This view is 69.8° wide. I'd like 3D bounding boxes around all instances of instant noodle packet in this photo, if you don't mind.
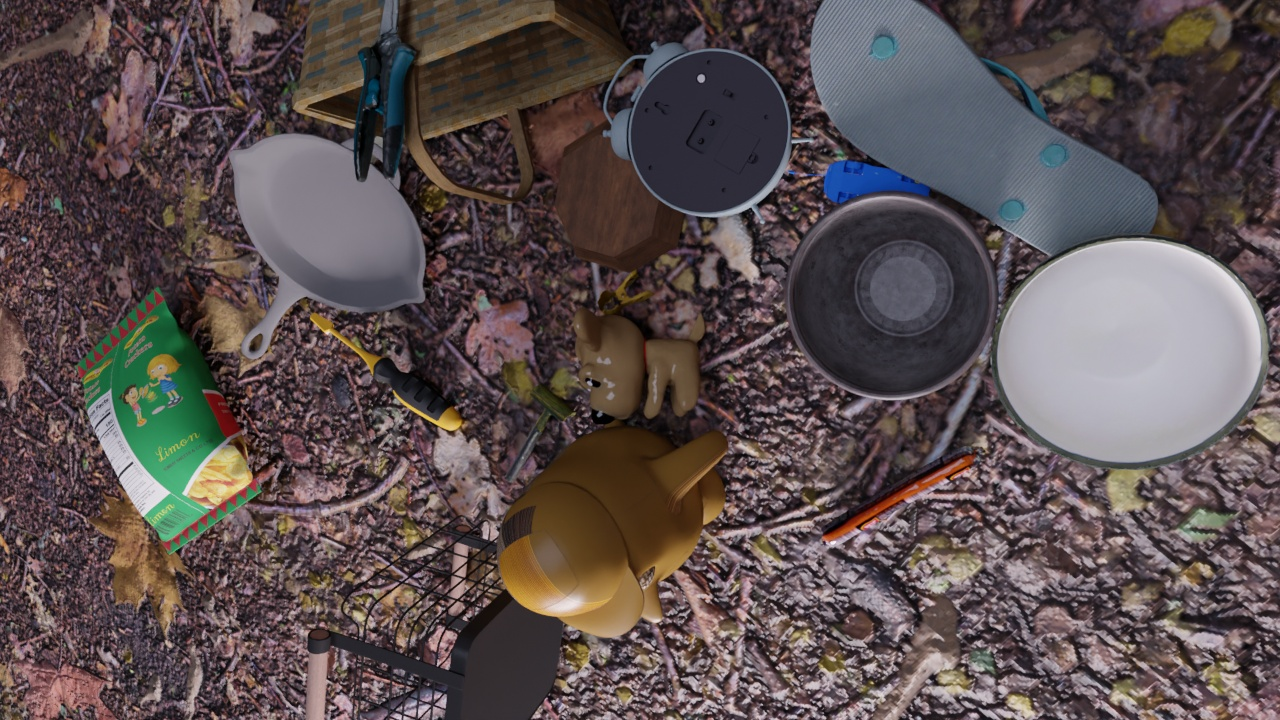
[{"bbox_3d":[-0.540,0.074,1.041,0.196,0.090,0.252,-31,85,28],"label":"instant noodle packet"}]

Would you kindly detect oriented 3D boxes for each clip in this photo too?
[{"bbox_3d":[-0.011,-0.049,0.780,0.047,0.053,0.039,-33,82,-3],"label":"clip"}]

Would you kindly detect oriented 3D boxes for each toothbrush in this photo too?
[{"bbox_3d":[-0.256,0.009,0.914,0.197,0.031,0.031,35,155,12],"label":"toothbrush"}]

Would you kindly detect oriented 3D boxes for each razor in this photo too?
[{"bbox_3d":[-0.101,0.074,0.859,0.042,0.026,0.106,38,118,13],"label":"razor"}]

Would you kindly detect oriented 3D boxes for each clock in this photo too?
[{"bbox_3d":[0.044,-0.178,0.706,0.159,0.045,0.123,33,101,11],"label":"clock"}]

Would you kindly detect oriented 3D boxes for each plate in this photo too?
[{"bbox_3d":[-0.023,-0.139,0.774,0.131,0.025,0.131,5,102,26],"label":"plate"}]

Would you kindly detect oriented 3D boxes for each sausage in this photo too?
[{"bbox_3d":[0.198,0.106,0.713,0.156,0.020,0.020,-38,82,27],"label":"sausage"}]

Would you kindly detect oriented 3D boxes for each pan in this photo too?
[{"bbox_3d":[-0.328,-0.099,0.913,0.216,0.024,0.356,39,130,-14],"label":"pan"}]

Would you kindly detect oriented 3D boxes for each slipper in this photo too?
[{"bbox_3d":[0.227,-0.157,0.638,0.269,0.054,0.098,39,117,3],"label":"slipper"}]

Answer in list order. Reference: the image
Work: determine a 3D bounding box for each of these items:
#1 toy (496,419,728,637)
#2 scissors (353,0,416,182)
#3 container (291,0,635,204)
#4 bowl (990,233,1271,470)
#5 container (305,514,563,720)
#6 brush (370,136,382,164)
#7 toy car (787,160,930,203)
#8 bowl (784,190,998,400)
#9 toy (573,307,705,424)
[{"bbox_3d":[-0.028,0.137,0.729,0.199,0.202,0.162,-39,82,27],"label":"toy"},{"bbox_3d":[-0.192,-0.200,0.668,0.138,0.019,0.129,-44,70,16],"label":"scissors"},{"bbox_3d":[-0.141,-0.222,0.739,0.250,0.157,0.186,-10,87,25],"label":"container"},{"bbox_3d":[0.311,-0.012,0.597,0.153,0.072,0.153,7,110,21],"label":"bowl"},{"bbox_3d":[-0.167,0.252,0.810,0.130,0.240,0.163,12,105,16],"label":"container"},{"bbox_3d":[-0.251,-0.207,0.886,0.218,0.012,0.033,-31,85,29],"label":"brush"},{"bbox_3d":[0.162,-0.134,0.690,0.092,0.061,0.033,7,106,-5],"label":"toy car"},{"bbox_3d":[0.184,-0.049,0.663,0.145,0.067,0.145,5,102,26],"label":"bowl"},{"bbox_3d":[-0.004,0.004,0.761,0.108,0.134,0.105,10,81,-2],"label":"toy"}]
